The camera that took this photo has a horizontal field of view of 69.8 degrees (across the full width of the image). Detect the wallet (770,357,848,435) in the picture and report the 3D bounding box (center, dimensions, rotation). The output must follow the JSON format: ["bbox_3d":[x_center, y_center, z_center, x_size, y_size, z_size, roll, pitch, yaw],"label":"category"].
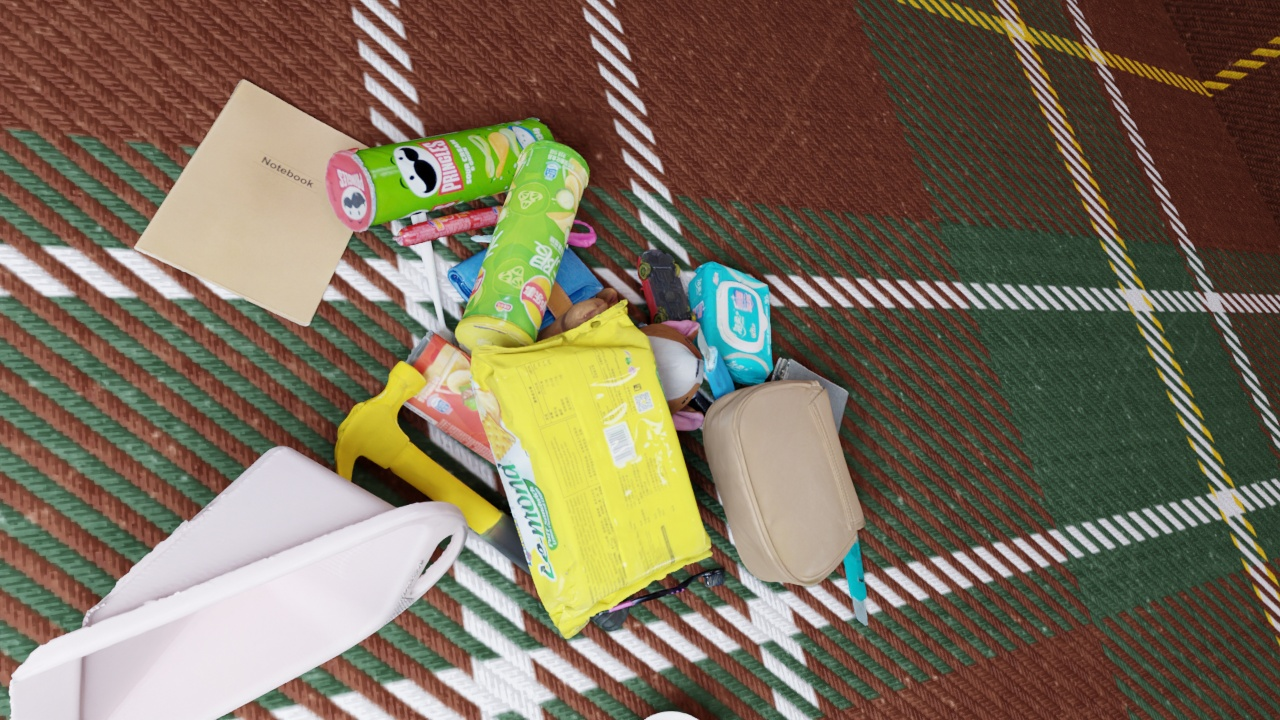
[{"bbox_3d":[0.176,0.073,1.035,0.106,0.037,0.129,28,66,-19],"label":"wallet"}]

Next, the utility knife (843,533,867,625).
[{"bbox_3d":[0.236,0.206,1.025,0.029,0.013,0.175,11,61,-28],"label":"utility knife"}]

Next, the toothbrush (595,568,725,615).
[{"bbox_3d":[0.024,0.216,0.849,0.188,0.014,0.017,-2,76,-50],"label":"toothbrush"}]

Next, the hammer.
[{"bbox_3d":[-0.127,0.139,0.777,0.300,0.033,0.128,41,80,-19],"label":"hammer"}]

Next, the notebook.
[{"bbox_3d":[-0.328,-0.144,0.820,0.147,0.008,0.207,27,55,-21],"label":"notebook"}]

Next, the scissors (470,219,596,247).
[{"bbox_3d":[-0.102,-0.118,0.916,0.133,0.017,0.133,-7,58,-23],"label":"scissors"}]

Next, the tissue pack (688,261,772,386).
[{"bbox_3d":[0.101,-0.038,1.032,0.093,0.050,0.133,16,59,-28],"label":"tissue pack"}]

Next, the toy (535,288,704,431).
[{"bbox_3d":[-0.005,0.005,0.892,0.199,0.131,0.140,14,80,-47],"label":"toy"}]

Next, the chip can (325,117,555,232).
[{"bbox_3d":[-0.183,-0.185,0.887,0.235,0.072,0.072,-27,84,-45],"label":"chip can"}]

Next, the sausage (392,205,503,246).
[{"bbox_3d":[-0.179,-0.134,0.899,0.155,0.020,0.020,-25,83,-48],"label":"sausage"}]

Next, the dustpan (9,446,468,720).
[{"bbox_3d":[-0.235,0.177,0.584,0.139,0.223,0.272,33,44,-2],"label":"dustpan"}]

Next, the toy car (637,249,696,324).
[{"bbox_3d":[0.026,-0.073,1.010,0.049,0.031,0.106,-4,70,-36],"label":"toy car"}]

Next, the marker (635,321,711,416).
[{"bbox_3d":[0.037,0.012,0.986,0.130,0.018,0.022,52,25,-2],"label":"marker"}]

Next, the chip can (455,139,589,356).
[{"bbox_3d":[-0.105,-0.105,0.852,0.072,0.073,0.220,26,60,-22],"label":"chip can"}]

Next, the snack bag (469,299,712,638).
[{"bbox_3d":[-0.035,0.084,0.769,0.157,0.068,0.246,-19,94,-29],"label":"snack bag"}]

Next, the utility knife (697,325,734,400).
[{"bbox_3d":[0.074,0.008,0.917,0.018,0.218,0.034,7,73,14],"label":"utility knife"}]

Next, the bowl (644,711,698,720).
[{"bbox_3d":[0.012,0.357,0.762,0.118,0.065,0.118,16,59,-27],"label":"bowl"}]

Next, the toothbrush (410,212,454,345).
[{"bbox_3d":[-0.201,-0.084,0.874,0.016,0.016,0.180,0,65,-39],"label":"toothbrush"}]

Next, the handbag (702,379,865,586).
[{"bbox_3d":[0.145,0.121,0.940,0.147,0.100,0.204,-20,96,-31],"label":"handbag"}]

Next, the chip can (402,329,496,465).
[{"bbox_3d":[-0.118,0.062,0.820,0.216,0.073,0.073,35,52,-14],"label":"chip can"}]

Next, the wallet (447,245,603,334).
[{"bbox_3d":[-0.112,-0.078,0.917,0.106,0.040,0.132,50,50,2],"label":"wallet"}]
